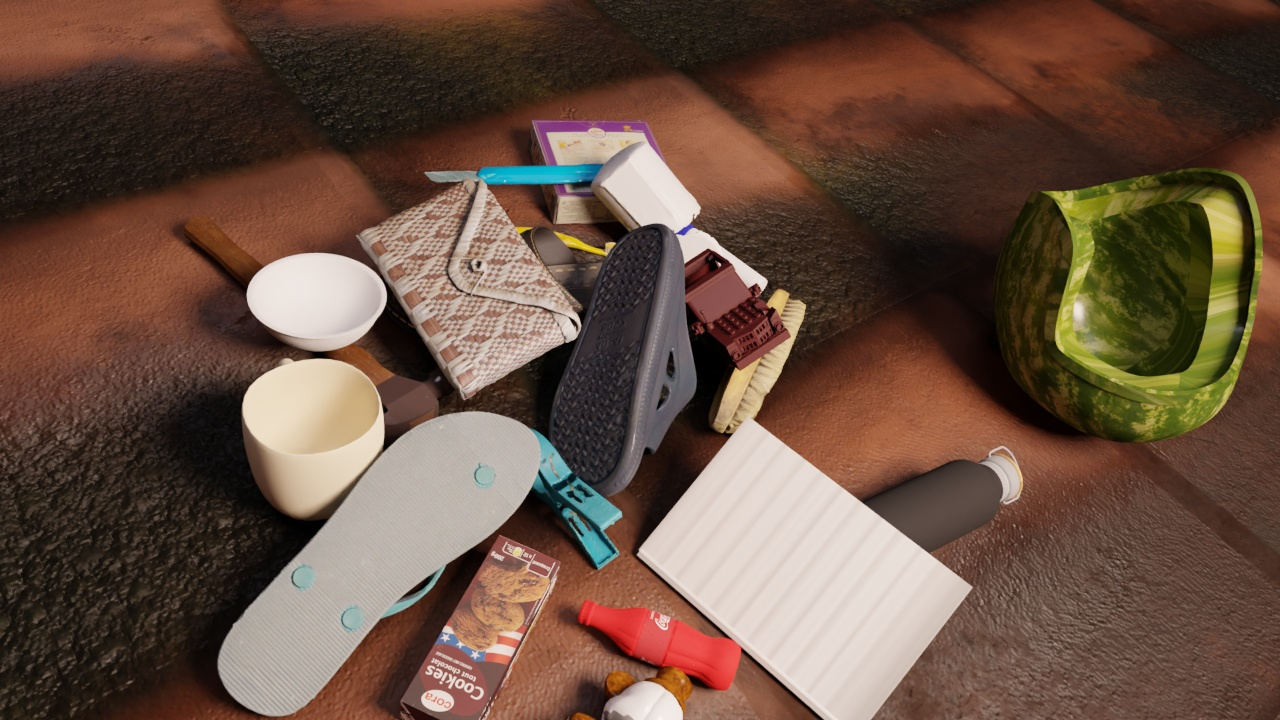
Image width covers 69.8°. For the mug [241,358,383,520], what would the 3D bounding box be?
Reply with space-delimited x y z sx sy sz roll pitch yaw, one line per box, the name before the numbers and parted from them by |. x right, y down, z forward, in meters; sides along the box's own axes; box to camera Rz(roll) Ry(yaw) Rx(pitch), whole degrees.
mug | -0.249 0.059 0.694 0.096 0.100 0.120 -18 52 -30

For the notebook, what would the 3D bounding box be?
notebook | 0.120 0.160 0.702 0.210 0.009 0.142 38 84 21

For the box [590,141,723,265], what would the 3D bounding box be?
box | 0.022 -0.146 0.961 0.166 0.083 0.092 47 14 -12

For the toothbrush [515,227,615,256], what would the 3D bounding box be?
toothbrush | -0.084 -0.126 0.971 0.135 0.016 0.021 9 50 -6

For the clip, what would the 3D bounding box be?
clip | -0.061 0.094 0.715 0.028 0.114 0.127 -29 46 -30

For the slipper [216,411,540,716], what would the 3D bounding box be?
slipper | -0.186 0.132 0.662 0.098 0.055 0.268 48 63 -2

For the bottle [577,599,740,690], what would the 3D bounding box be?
bottle | 0.012 0.203 0.668 0.119 0.036 0.036 20 46 5

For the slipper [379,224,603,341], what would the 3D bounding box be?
slipper | -0.113 -0.073 0.871 0.267 0.076 0.113 -4 48 -18

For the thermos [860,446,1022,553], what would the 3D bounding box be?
thermos | 0.246 0.128 0.782 0.230 0.061 0.061 -17 54 -28

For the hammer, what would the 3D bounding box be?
hammer | -0.304 -0.037 0.820 0.323 0.033 0.115 37 48 21

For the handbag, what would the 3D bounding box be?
handbag | -0.150 -0.070 0.804 0.124 0.047 0.185 -32 74 -15

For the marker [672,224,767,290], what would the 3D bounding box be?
marker | 0.080 -0.116 0.998 0.133 0.023 0.027 39 29 22

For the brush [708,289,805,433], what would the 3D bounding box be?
brush | 0.112 0.000 0.872 0.043 0.059 0.194 30 48 2

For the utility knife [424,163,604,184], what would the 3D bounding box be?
utility knife | -0.124 -0.198 0.974 0.205 0.015 0.031 -3 48 -17

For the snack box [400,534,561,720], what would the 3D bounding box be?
snack box | -0.110 0.195 0.647 0.051 0.032 0.140 22 46 7

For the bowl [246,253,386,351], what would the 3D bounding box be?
bowl | -0.273 -0.041 0.780 0.110 0.041 0.109 9 42 -8

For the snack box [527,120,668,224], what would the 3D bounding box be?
snack box | -0.044 -0.219 1.052 0.143 0.041 0.147 -4 49 -18

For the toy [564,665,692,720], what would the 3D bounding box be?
toy | -0.006 0.252 0.603 0.087 0.067 0.112 32 39 16

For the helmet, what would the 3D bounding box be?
helmet | 0.455 -0.048 0.881 0.213 0.247 0.243 -8 6 1

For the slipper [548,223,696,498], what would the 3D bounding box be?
slipper | -0.005 0.005 0.810 0.083 0.111 0.267 37 54 -38

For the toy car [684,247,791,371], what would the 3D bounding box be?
toy car | 0.070 -0.056 0.860 0.070 0.062 0.170 -34 31 -5
